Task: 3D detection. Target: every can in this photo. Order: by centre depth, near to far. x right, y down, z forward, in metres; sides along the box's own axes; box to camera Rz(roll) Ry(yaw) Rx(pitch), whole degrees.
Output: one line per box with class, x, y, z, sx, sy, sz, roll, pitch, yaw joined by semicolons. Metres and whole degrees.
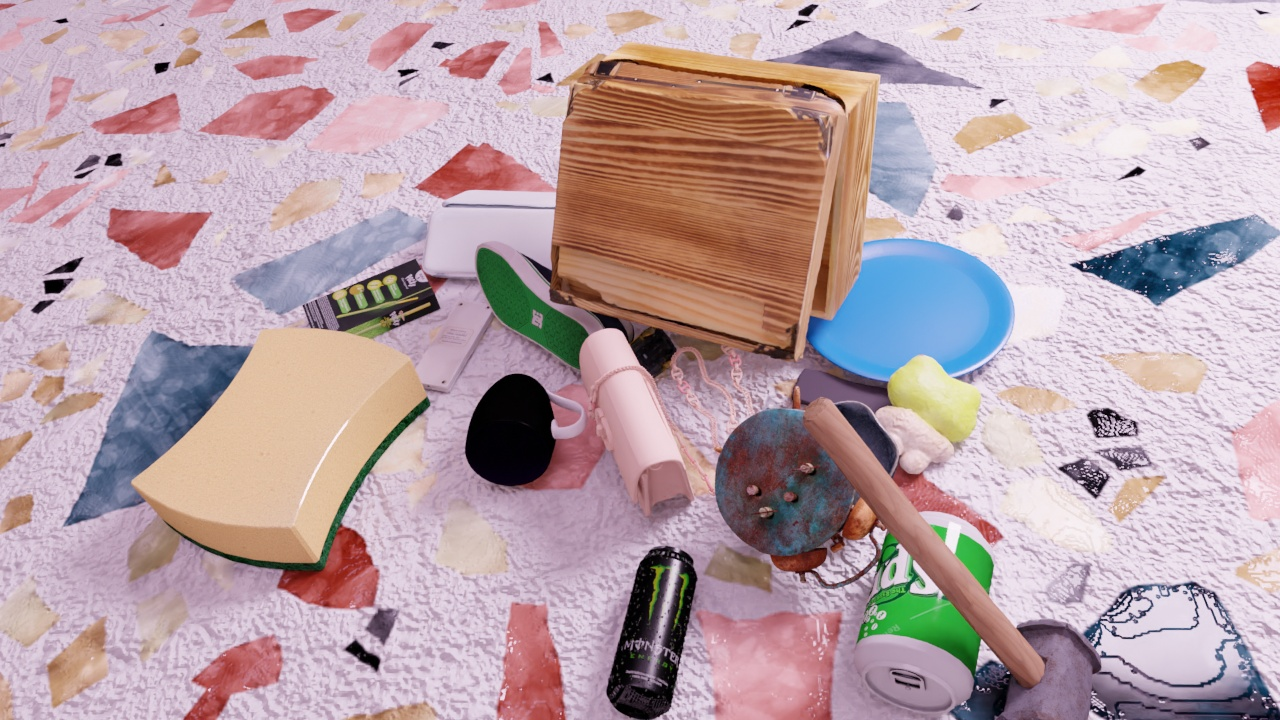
can;0.224;0.195;0.721;0.088;0.088;0.139;12;50;21
can;0.011;0.223;0.758;0.054;0.054;0.137;4;48;14

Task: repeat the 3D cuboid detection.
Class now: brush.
brush;-0.361;0.082;0.946;0.195;0.075;0.249;10;49;19

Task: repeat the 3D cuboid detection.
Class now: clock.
clock;0.134;0.113;0.761;0.121;0.073;0.157;-39;70;19

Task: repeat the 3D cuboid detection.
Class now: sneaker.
sneaker;-0.101;-0.069;1.046;0.078;0.084;0.235;-21;45;-40

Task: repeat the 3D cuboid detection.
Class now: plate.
plate;0.282;-0.052;0.989;0.224;0.024;0.223;-5;46;6

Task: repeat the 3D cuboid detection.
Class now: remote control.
remote control;0.216;0.039;0.924;0.124;0.009;0.046;15;51;21
remote control;-0.215;-0.018;1.060;0.050;0.011;0.135;8;49;18

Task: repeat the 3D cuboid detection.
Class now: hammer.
hammer;0.217;0.151;0.639;0.052;0.328;0.097;-26;22;47

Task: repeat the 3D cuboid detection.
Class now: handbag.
handbag;0.042;0.028;0.872;0.187;0.117;0.198;-21;57;-7

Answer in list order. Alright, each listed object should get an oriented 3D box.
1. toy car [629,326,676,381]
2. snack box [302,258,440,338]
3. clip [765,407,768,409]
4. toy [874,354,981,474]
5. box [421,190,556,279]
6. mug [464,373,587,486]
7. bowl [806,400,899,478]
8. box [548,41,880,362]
toy car;-0.006;0.006;0.976;0.106;0.049;0.030;-37;8;-25
snack box;-0.327;-0.065;1.116;0.147;0.025;0.080;-25;47;-13
clip;0.145;0.095;0.815;0.119;0.033;0.121;-19;70;27
toy;0.269;0.054;0.871;0.092;0.046;0.115;34;70;7
box;-0.161;-0.173;1.163;0.211;0.084;0.185;5;54;14
mug;-0.110;0.059;0.916;0.119;0.085;0.100;-11;33;8
bowl;0.188;0.094;0.834;0.111;0.055;0.110;-9;75;34
box;0.064;-0.167;0.897;0.279;0.259;0.219;17;42;25
